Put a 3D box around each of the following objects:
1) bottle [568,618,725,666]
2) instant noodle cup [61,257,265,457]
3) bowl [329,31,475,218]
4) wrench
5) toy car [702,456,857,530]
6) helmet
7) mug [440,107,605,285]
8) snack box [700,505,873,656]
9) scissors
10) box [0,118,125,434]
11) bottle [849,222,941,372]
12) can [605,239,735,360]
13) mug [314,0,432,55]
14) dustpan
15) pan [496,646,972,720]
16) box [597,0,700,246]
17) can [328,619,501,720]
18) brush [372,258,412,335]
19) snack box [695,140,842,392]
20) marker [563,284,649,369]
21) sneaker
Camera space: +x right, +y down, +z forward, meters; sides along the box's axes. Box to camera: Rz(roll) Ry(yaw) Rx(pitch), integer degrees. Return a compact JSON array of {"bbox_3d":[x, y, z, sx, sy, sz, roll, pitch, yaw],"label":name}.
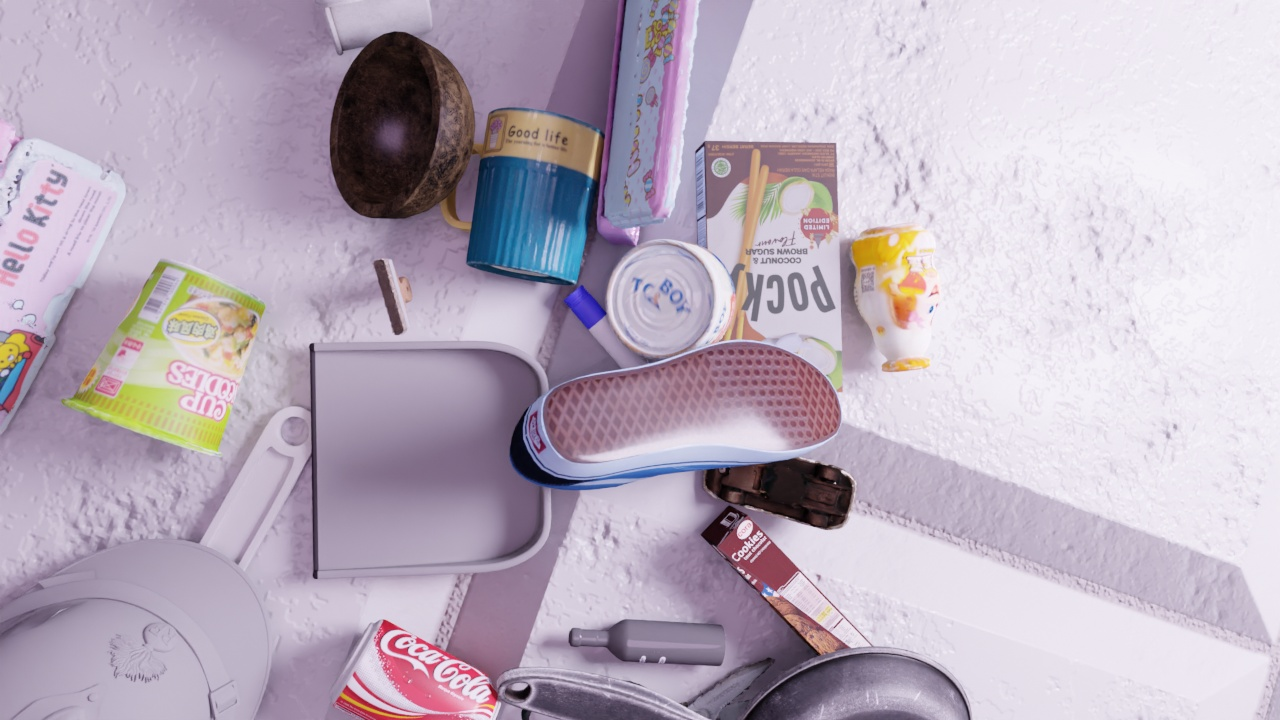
[{"bbox_3d":[0.004,0.206,0.672,0.113,0.030,0.030,6,88,-9],"label":"bottle"},{"bbox_3d":[-0.300,-0.003,0.598,0.099,0.099,0.108,23,78,-8],"label":"instant noodle cup"},{"bbox_3d":[-0.152,-0.153,0.622,0.056,0.121,0.121,3,89,-51],"label":"bowl"},{"bbox_3d":[-0.308,0.149,0.630,0.086,0.018,0.273,28,84,-6],"label":"wrench"},{"bbox_3d":[0.103,0.092,0.688,0.113,0.040,0.048,15,87,9],"label":"toy car"},{"bbox_3d":[-0.354,0.234,0.549,0.183,0.118,0.271,43,81,-5],"label":"helmet"},{"bbox_3d":[-0.088,-0.113,0.643,0.114,0.083,0.107,10,91,19],"label":"mug"},{"bbox_3d":[0.109,0.171,0.679,0.031,0.051,0.141,-44,96,-7],"label":"snack box"},{"bbox_3d":[0.007,0.260,0.681,0.209,0.015,0.146,-37,94,-7],"label":"scissors"},{"bbox_3d":[-0.428,-0.053,0.599,0.102,0.087,0.201,29,84,-47],"label":"box"},{"bbox_3d":[0.193,-0.046,0.689,0.063,0.063,0.109,-7,90,-9],"label":"bottle"},{"bbox_3d":[0.021,-0.043,0.652,0.086,0.043,0.086,1,92,21],"label":"can"},{"bbox_3d":[-0.181,-0.249,0.607,0.070,0.113,0.084,-17,121,-12],"label":"mug"},{"bbox_3d":[-0.100,0.067,0.653,0.257,0.033,0.163,-1,90,-14],"label":"dustpan"},{"bbox_3d":[0.073,0.269,0.649,0.356,0.055,0.187,13,110,-13],"label":"pan"},{"bbox_3d":[0.003,-0.190,0.616,0.049,0.150,0.214,6,88,-13],"label":"box"},{"bbox_3d":[-0.153,0.228,0.630,0.105,0.064,0.064,32,85,-8],"label":"can"},{"bbox_3d":[-0.156,-0.045,0.592,0.008,0.143,0.045,-15,100,-8],"label":"brush"},{"bbox_3d":[0.096,-0.068,0.688,0.101,0.032,0.186,-1,90,-9],"label":"snack box"},{"bbox_3d":[-0.004,0.004,0.678,0.020,0.020,0.141,-42,97,-7],"label":"marker"},{"bbox_3d":[0.022,0.042,0.631,0.240,0.098,0.083,-4,73,-29],"label":"sneaker"}]
